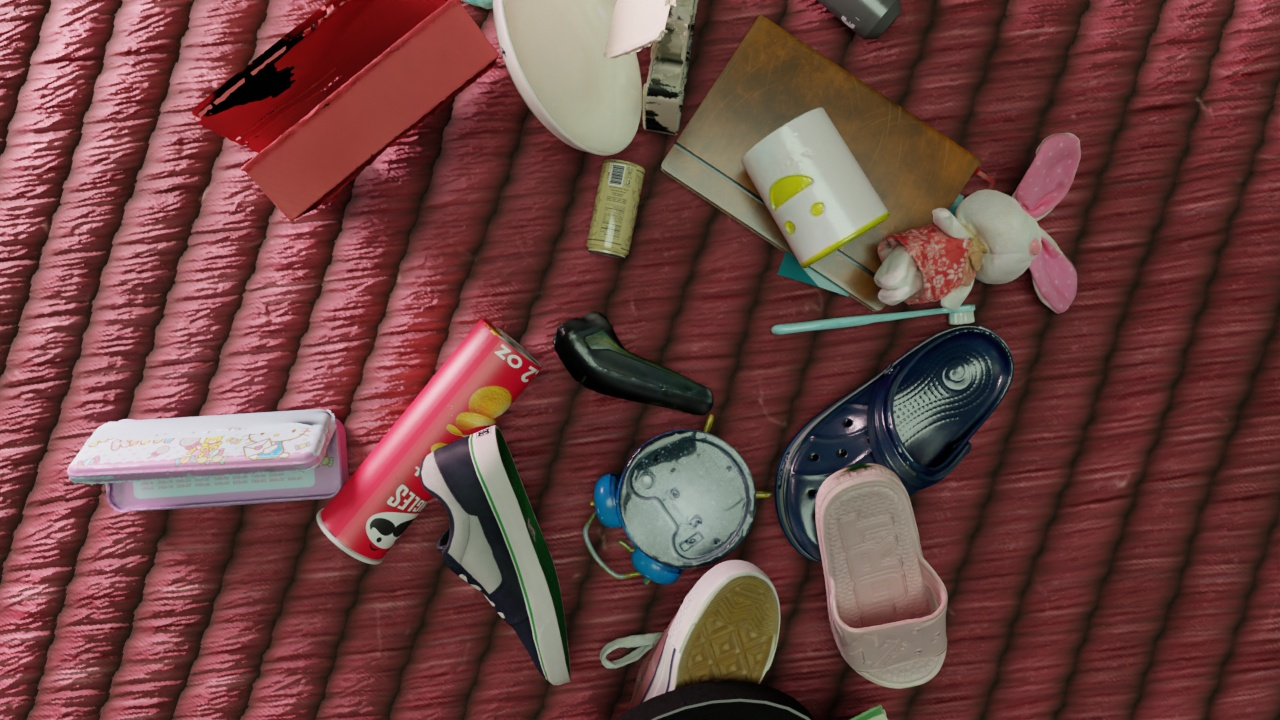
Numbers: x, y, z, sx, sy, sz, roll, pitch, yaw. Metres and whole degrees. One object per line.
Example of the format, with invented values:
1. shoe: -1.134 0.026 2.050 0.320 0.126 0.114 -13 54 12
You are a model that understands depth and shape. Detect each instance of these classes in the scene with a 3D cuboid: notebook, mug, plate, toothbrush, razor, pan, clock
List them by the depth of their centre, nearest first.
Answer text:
1. plate: -0.062 -0.253 0.748 0.034 0.182 0.182 -11 91 33
2. mug: 0.144 -0.142 0.761 0.082 0.082 0.106 -31 89 1
3. notebook: 0.115 0.401 0.778 0.252 0.010 0.182 -27 119 1
4. pan: 0.014 0.407 0.782 0.225 0.034 0.357 28 108 -24
5. clock: 0.024 0.126 0.794 0.161 0.060 0.117 -34 91 3
6. razor: -0.005 0.005 0.801 0.151 0.054 0.067 21 74 -5
7. notebook: 0.160 -0.162 0.810 0.249 0.014 0.178 34 91 0
8. toothbrush: 0.206 -0.034 0.811 0.180 0.016 0.016 -5 99 0

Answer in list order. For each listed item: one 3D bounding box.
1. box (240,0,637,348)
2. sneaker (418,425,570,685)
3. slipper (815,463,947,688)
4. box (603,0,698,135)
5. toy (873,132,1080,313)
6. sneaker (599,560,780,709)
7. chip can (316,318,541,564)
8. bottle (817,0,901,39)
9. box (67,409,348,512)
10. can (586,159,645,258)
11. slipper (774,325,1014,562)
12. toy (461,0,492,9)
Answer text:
1. box: -0.156 -0.127 0.797 0.213 0.153 0.325 -37 123 -1
2. sneaker: -0.120 0.173 0.770 0.079 0.084 0.235 -18 106 -1
3. slipper: 0.199 0.194 0.747 0.094 0.064 0.239 -17 118 5
4. box: 0.009 -0.278 0.721 0.069 0.191 0.143 8 84 1
5. toy: 0.282 -0.096 0.765 0.194 0.084 0.159 -17 118 -10
6. sneaker: 0.039 0.259 0.783 0.118 0.087 0.241 18 111 -21
7. chip can: -0.180 0.069 0.790 0.069 0.069 0.220 40 91 0
8. bottle: 0.173 -0.325 0.792 0.112 0.047 0.047 40 91 1
9. box: -0.368 0.082 0.797 0.214 0.096 0.077 -4 63 1
10. can: -0.022 -0.132 0.801 0.038 0.038 0.079 11 91 0
11. slipper: 0.214 0.064 0.775 0.252 0.095 0.105 -44 93 -2
12. toy: -0.120 -0.356 0.790 0.085 0.033 0.105 15 118 -1
